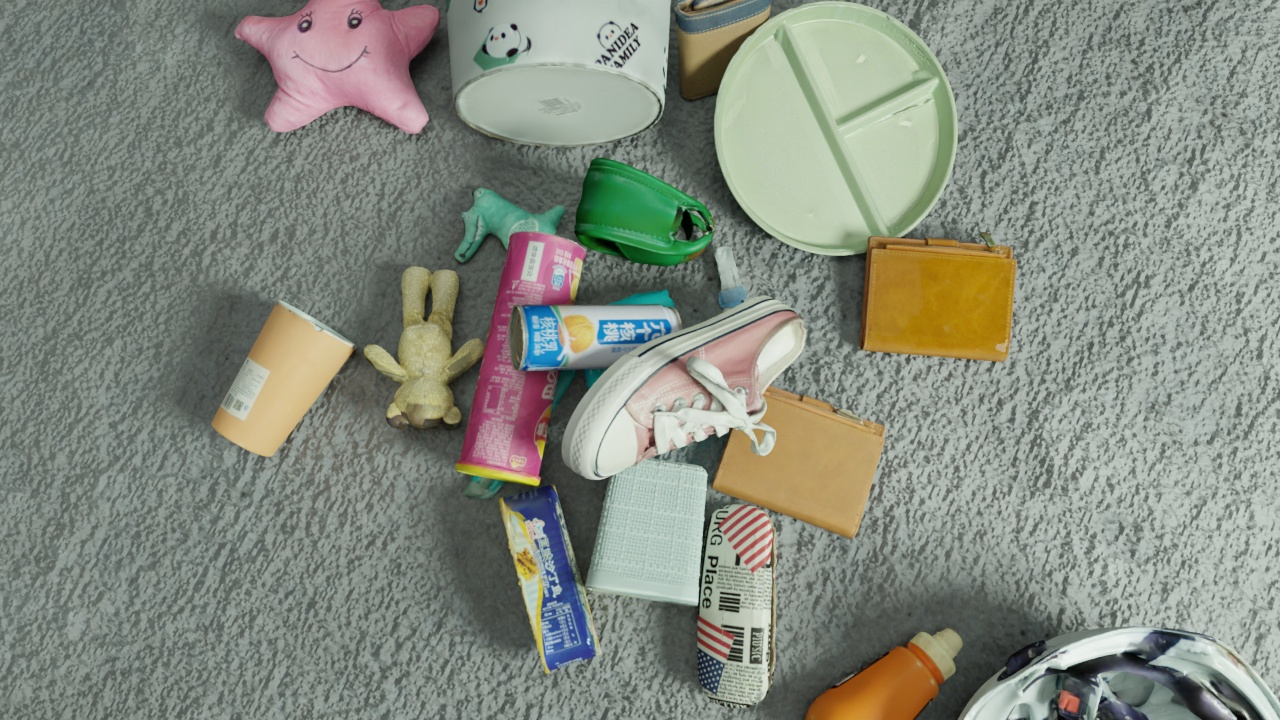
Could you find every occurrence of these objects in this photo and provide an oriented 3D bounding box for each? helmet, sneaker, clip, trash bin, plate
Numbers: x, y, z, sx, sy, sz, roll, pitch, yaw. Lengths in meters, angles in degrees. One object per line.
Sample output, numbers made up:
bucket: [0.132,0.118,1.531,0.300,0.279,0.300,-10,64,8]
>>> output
helmet: [0.345,0.314,0.691,0.259,0.146,0.229,-27,77,3]
sneaker: [0.052,0.029,0.724,0.240,0.118,0.088,-29,47,-26]
clip: [0.081,-0.078,0.846,0.026,0.038,0.058,-9,75,1]
trash bin: [-0.071,-0.340,0.812,0.229,0.229,0.251,-1,84,1]
plate: [0.178,-0.211,0.843,0.230,0.027,0.230,0,92,-6]

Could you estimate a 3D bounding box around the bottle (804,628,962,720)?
bottle: [0.205,0.271,0.749,0.149,0.067,0.066,-35,79,-14]

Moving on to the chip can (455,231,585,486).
chip can: [-0.100,-0.002,0.789,0.071,0.071,0.210,11,79,3]

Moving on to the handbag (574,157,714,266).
handbag: [0.005,-0.124,0.802,0.120,0.131,0.068,14,89,0]

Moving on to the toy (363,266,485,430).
toy: [-0.191,-0.013,0.819,0.105,0.066,0.157,2,69,-10]

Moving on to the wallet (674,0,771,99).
wallet: [0.076,-0.296,0.845,0.090,0.115,0.033,-20,65,-4]

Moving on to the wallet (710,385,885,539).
wallet: [0.139,0.084,0.803,0.132,0.031,0.107,19,79,2]

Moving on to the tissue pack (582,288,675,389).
tissue pack: [-0.005,0.005,0.813,0.093,0.050,0.133,-13,77,-2]

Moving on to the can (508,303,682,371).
can: [-0.036,-0.019,0.746,0.134,0.053,0.053,-1,77,-20]

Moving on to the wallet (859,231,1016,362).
wallet: [0.268,-0.063,0.824,0.130,0.035,0.119,5,87,1]

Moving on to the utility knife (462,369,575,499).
utility knife: [-0.105,0.060,0.822,0.029,0.013,0.157,33,80,5]

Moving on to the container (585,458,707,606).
container: [0.009,0.142,0.766,0.090,0.090,0.111,8,74,3]

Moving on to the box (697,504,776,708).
box: [0.078,0.199,0.753,0.075,0.082,0.163,4,79,4]

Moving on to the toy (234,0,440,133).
toy: [-0.290,-0.302,0.872,0.194,0.074,0.178,2,86,1]

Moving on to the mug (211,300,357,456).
mug: [-0.316,0.018,0.805,0.078,0.078,0.122,31,84,7]

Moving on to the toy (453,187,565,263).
toy: [-0.129,-0.122,0.856,0.092,0.030,0.096,33,87,13]

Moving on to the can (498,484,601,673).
can: [-0.075,0.180,0.765,0.049,0.075,0.148,-16,79,-6]
